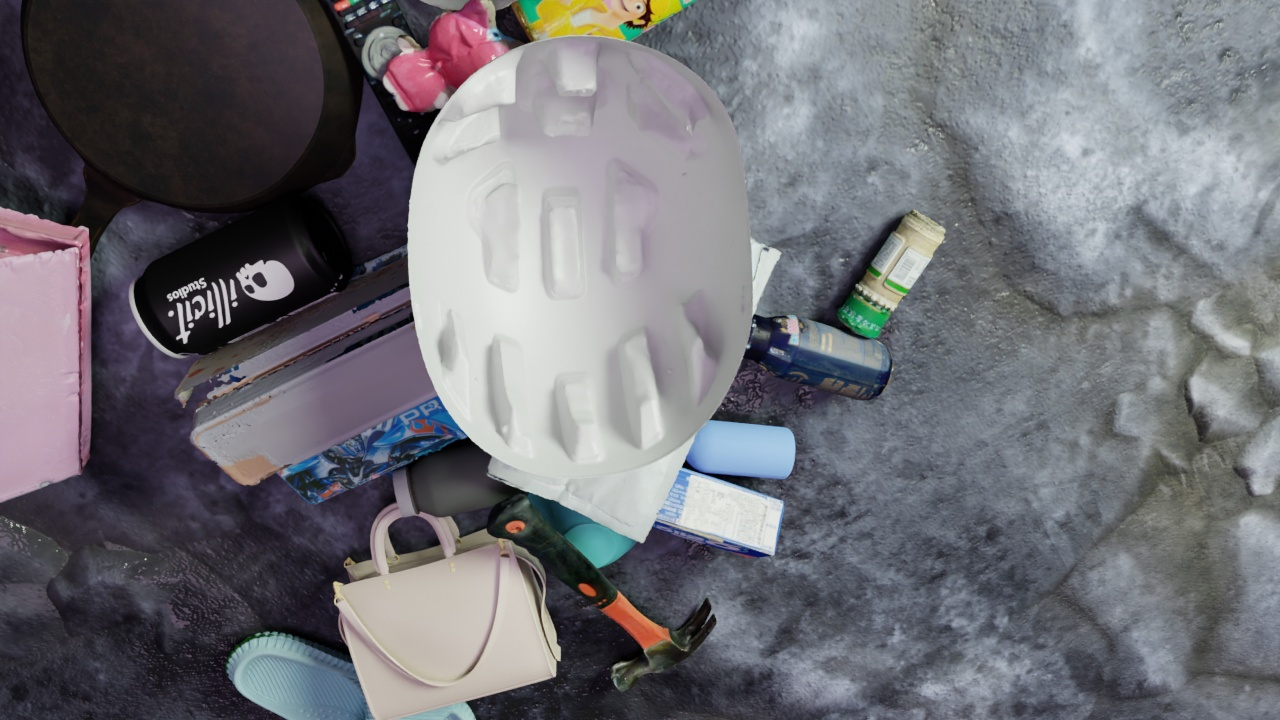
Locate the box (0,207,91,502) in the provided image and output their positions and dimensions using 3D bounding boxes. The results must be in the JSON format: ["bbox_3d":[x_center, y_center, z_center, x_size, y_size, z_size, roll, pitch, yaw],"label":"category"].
[{"bbox_3d":[-0.473,0.009,0.685,0.099,0.098,0.233,16,123,-12],"label":"box"}]

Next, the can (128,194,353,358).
[{"bbox_3d":[-0.300,-0.063,0.696,0.146,0.080,0.080,-24,118,6],"label":"can"}]

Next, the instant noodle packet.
[{"bbox_3d":[-0.004,0.004,0.749,0.147,0.057,0.269,26,99,-5],"label":"instant noodle packet"}]

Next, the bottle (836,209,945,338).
[{"bbox_3d":[0.212,-0.073,0.776,0.042,0.042,0.110,24,111,-18],"label":"bottle"}]

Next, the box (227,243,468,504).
[{"bbox_3d":[-0.206,0.010,0.749,0.243,0.063,0.174,-24,114,3],"label":"box"}]

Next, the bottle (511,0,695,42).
[{"bbox_3d":[0.015,-0.274,0.631,0.210,0.068,0.068,-29,117,9],"label":"bottle"}]

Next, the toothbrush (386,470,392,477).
[{"bbox_3d":[-0.244,0.087,0.820,0.132,0.016,0.021,34,108,-19],"label":"toothbrush"}]

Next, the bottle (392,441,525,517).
[{"bbox_3d":[-0.159,0.104,0.808,0.108,0.060,0.060,-12,118,-8],"label":"bottle"}]

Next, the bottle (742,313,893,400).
[{"bbox_3d":[0.137,-0.008,0.791,0.160,0.056,0.056,15,115,-15],"label":"bottle"}]

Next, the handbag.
[{"bbox_3d":[-0.187,0.217,0.859,0.194,0.101,0.198,-15,107,0],"label":"handbag"}]

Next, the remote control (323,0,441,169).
[{"bbox_3d":[-0.176,-0.208,0.662,0.045,0.021,0.140,-35,123,-18],"label":"remote control"}]

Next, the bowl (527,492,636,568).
[{"bbox_3d":[-0.051,0.161,0.863,0.121,0.046,0.121,-3,118,-6],"label":"bowl"}]

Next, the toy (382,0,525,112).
[{"bbox_3d":[-0.132,-0.215,0.648,0.102,0.050,0.065,-26,131,15],"label":"toy"}]

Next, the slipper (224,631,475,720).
[{"bbox_3d":[-0.287,0.358,0.928,0.276,0.069,0.116,31,107,-20],"label":"slipper"}]

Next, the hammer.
[{"bbox_3d":[-0.038,0.216,0.854,0.133,0.033,0.333,-30,134,9],"label":"hammer"}]

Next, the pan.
[{"bbox_3d":[-0.357,-0.161,0.658,0.248,0.043,0.357,36,108,-22],"label":"pan"}]

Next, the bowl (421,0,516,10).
[{"bbox_3d":[-0.127,-0.314,0.587,0.174,0.067,0.174,19,153,10],"label":"bowl"}]

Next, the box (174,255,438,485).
[{"bbox_3d":[-0.232,0.009,0.700,0.216,0.094,0.108,-26,106,4],"label":"box"}]

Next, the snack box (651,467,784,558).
[{"bbox_3d":[0.016,0.122,0.830,0.226,0.059,0.059,19,70,-13],"label":"snack box"}]

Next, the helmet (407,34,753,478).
[{"bbox_3d":[-0.038,-0.062,0.621,0.224,0.184,0.282,-9,89,-5],"label":"helmet"}]

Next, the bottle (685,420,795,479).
[{"bbox_3d":[0.071,0.079,0.834,0.131,0.048,0.048,6,116,-10],"label":"bottle"}]
